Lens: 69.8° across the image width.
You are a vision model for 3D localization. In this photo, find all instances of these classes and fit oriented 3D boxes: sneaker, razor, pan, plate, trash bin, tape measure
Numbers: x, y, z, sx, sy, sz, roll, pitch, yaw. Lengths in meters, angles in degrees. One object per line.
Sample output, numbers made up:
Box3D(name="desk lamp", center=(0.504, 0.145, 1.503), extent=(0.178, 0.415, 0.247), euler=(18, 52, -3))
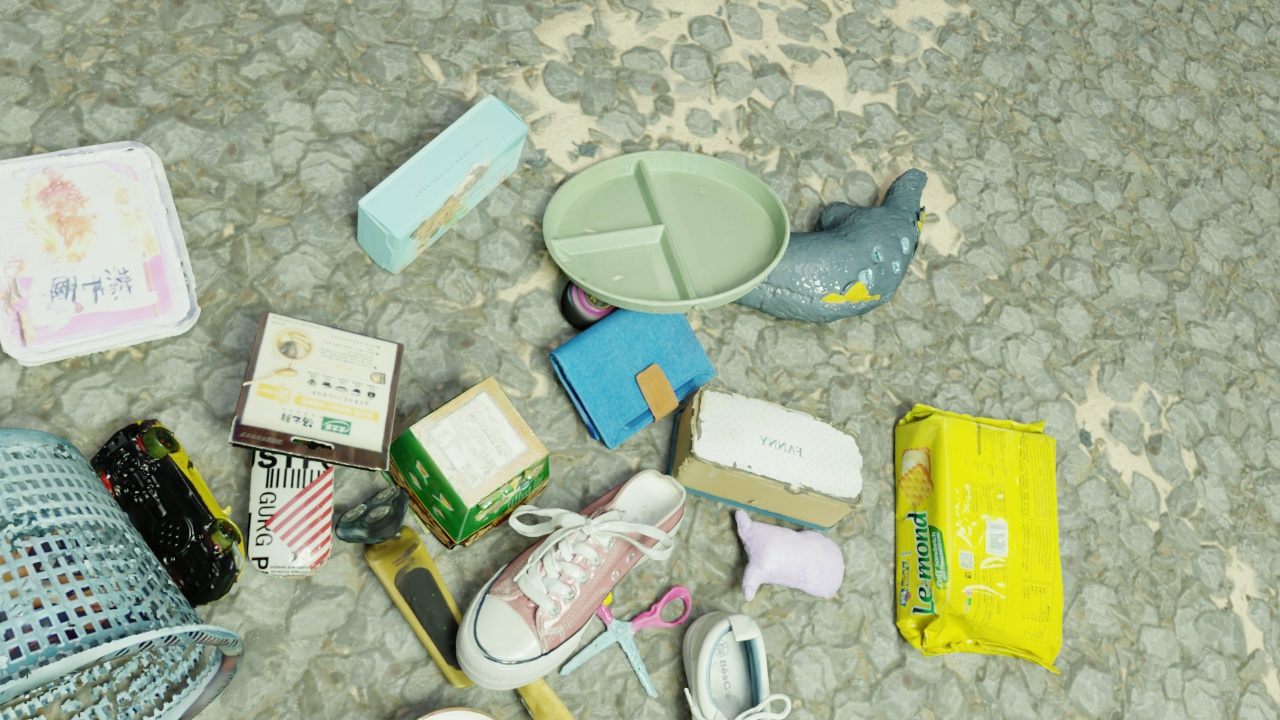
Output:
Box3D(name="sneaker", center=(0.081, 0.321, 0.727), extent=(0.089, 0.091, 0.242), euler=(3, 70, -15))
Box3D(name="sneaker", center=(-0.048, 0.154, 0.727), extent=(0.118, 0.088, 0.240), euler=(37, 51, 24))
Box3D(name="razor", center=(-0.174, 0.180, 0.719), extent=(0.062, 0.068, 0.167), euler=(-31, 88, -24))
Box3D(name="pan", center=(-0.001, 0.355, 0.675), extent=(0.198, 0.078, 0.357), euler=(-44, 84, 12))
Box3D(name="plate", center=(0.024, -0.123, 0.859), extent=(0.230, 0.028, 0.229), euler=(0, 47, 0))
Box3D(name="trash bin", center=(-0.403, 0.159, 0.584), extent=(0.226, 0.227, 0.195), euler=(-27, 68, -24))
Box3D(name="tape measure", center=(-0.045, -0.055, 0.856), extent=(0.058, 0.039, 0.057), euler=(27, 68, -12))

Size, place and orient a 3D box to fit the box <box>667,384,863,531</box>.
Box3D(name="box", center=(0.109, 0.087, 0.831), extent=(0.184, 0.062, 0.089), euler=(18, 53, -8))

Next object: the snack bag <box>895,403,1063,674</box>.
Box3D(name="snack bag", center=(0.326, 0.163, 0.875), extent=(0.158, 0.068, 0.246), euler=(11, 69, -13))

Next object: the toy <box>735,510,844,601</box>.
Box3D(name="toy", center=(0.137, 0.181, 0.823), extent=(0.108, 0.039, 0.083), euler=(14, 55, -19))

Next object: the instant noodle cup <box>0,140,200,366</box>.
Box3D(name="instant noodle cup", center=(-0.437, -0.080, 0.732), extent=(0.137, 0.060, 0.173), euler=(-16, 77, -22))

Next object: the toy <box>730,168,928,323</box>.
Box3D(name="toy", center=(0.185, -0.102, 0.917), extent=(0.355, 0.092, 0.138), euler=(-21, 66, -25))

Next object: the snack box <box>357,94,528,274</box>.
Box3D(name="snack box", center=(-0.179, -0.160, 0.833), extent=(0.051, 0.074, 0.174), euler=(41, 64, 1))

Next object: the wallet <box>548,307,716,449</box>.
Box3D(name="wallet", center=(-0.005, 0.005, 0.832), extent=(0.132, 0.040, 0.106), euler=(-34, 103, -22))

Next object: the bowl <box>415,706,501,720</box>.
Box3D(name="bowl", center=(-0.140, 0.316, 0.676), extent=(0.113, 0.062, 0.113), euler=(5, 69, -14))

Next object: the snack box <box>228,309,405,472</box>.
Box3D(name="snack box", center=(-0.248, 0.031, 0.708), extent=(0.113, 0.053, 0.125), euler=(15, 52, -22))

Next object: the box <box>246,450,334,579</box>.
Box3D(name="box", center=(-0.273, 0.089, 0.721), extent=(0.072, 0.060, 0.164), euler=(10, 61, -39))

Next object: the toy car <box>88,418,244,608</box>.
Box3D(name="toy car", center=(-0.354, 0.115, 0.690), extent=(0.071, 0.041, 0.156), euler=(-40, 81, 2))

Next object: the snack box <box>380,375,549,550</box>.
Box3D(name="snack box", center=(-0.136, 0.074, 0.742), extent=(0.118, 0.106, 0.117), euler=(-35, 83, -26))

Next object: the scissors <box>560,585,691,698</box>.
Box3D(name="scissors", center=(-0.015, 0.222, 0.776), extent=(0.133, 0.017, 0.133), euler=(-26, 84, -24))
